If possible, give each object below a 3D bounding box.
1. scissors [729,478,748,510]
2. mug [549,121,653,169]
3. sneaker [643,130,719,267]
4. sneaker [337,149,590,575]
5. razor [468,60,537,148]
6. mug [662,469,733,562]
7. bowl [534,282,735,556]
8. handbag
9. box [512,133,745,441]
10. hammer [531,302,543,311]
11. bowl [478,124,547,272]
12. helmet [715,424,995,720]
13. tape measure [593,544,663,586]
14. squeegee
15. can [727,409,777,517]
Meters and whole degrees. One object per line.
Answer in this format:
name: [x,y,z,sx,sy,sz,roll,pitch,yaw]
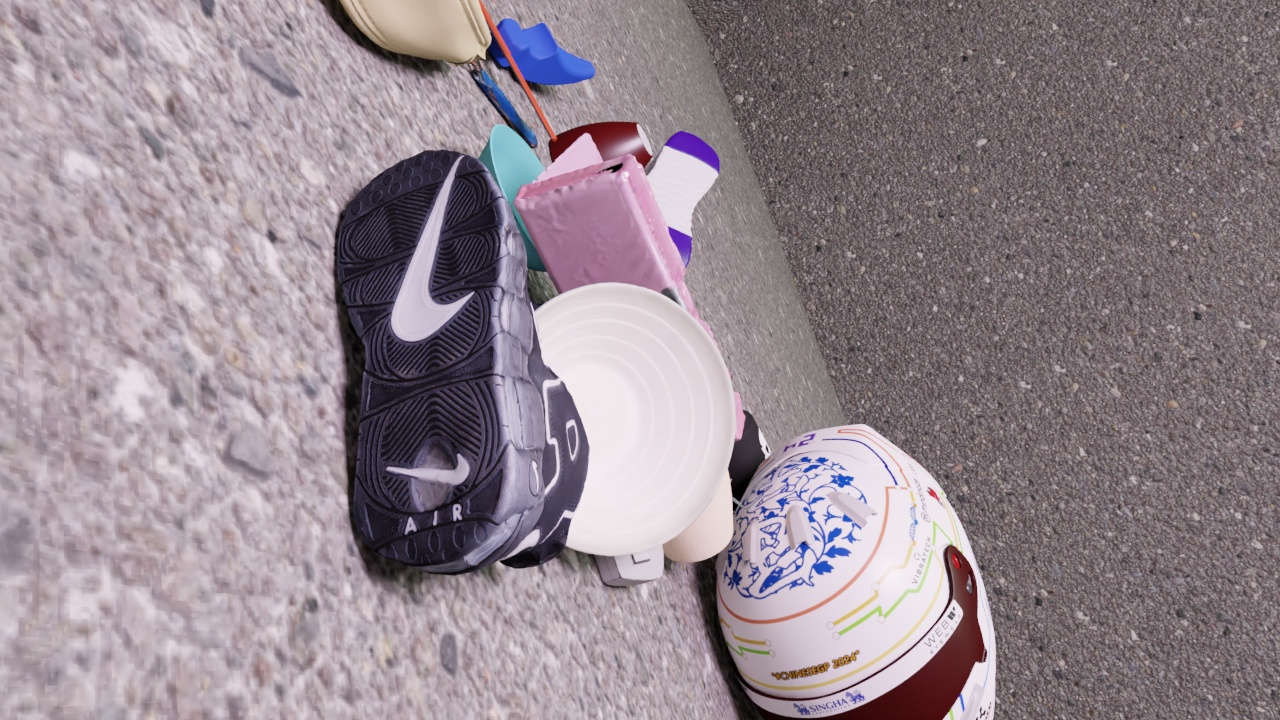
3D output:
scissors: [0.041,0.091,0.824,0.115,0.014,0.131,51,-16,-23]
mug: [-0.035,-0.219,0.962,0.087,0.088,0.113,55,20,-36]
sneaker: [0.004,-0.142,1.009,0.092,0.111,0.243,34,53,-13]
sneaker: [-0.082,0.005,0.507,0.151,0.097,0.252,53,22,-58]
razor: [-0.129,-0.239,0.813,0.141,0.018,0.043,56,22,-47]
mug: [0.028,0.104,0.769,0.111,0.085,0.104,34,-34,62]
bowl: [-0.025,0.039,0.616,0.058,0.176,0.177,-7,-70,63]
handbag: [-0.181,-0.320,0.656,0.191,0.088,0.232,67,4,-79]
box: [0.005,-0.054,0.686,0.233,0.099,0.112,62,30,-30]
hammer: [-0.053,-0.030,0.749,0.312,0.035,0.139,3,68,-72]
bowl: [-0.097,-0.110,0.685,0.121,0.046,0.121,57,18,-32]
helmet: [0.182,0.212,0.825,0.236,0.232,0.313,47,34,-27]
tape measure: [-0.009,0.131,0.664,0.060,0.020,0.062,4,64,-53]
squeegee: [-0.103,-0.305,0.915,0.184,0.055,0.249,-10,69,-59]
can: [0.109,0.127,0.982,0.146,0.080,0.080,61,17,-21]
